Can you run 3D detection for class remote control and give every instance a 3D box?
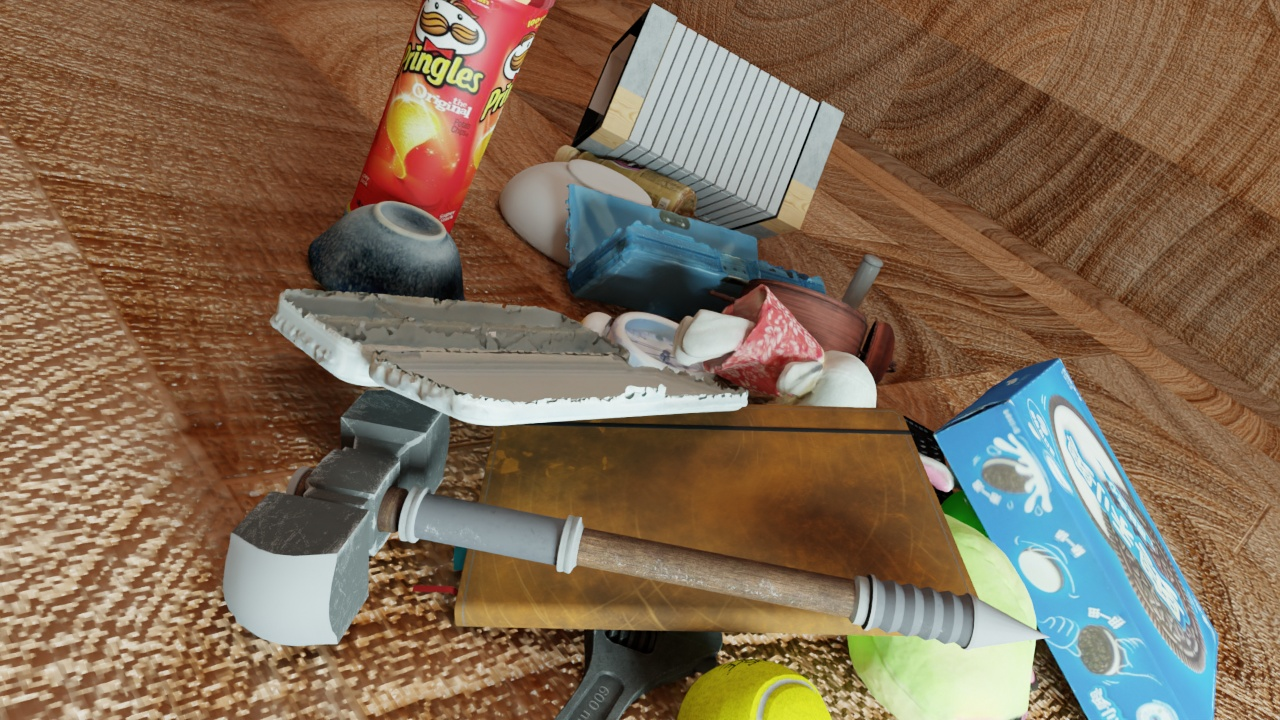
[{"bbox_3d":[0.234,0.094,0.767,0.047,0.022,0.150,29,26,-3],"label":"remote control"}]

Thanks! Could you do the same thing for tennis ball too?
[{"bbox_3d":[0.048,0.159,0.384,0.065,0.065,0.065,24,25,-12],"label":"tennis ball"},{"bbox_3d":[0.246,0.124,0.663,0.065,0.065,0.065,24,25,-12],"label":"tennis ball"}]

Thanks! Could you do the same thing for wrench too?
[{"bbox_3d":[-0.030,0.157,0.365,0.073,0.018,0.272,31,26,11],"label":"wrench"}]

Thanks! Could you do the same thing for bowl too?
[{"bbox_3d":[-0.163,-0.072,0.619,0.110,0.055,0.110,23,25,-12],"label":"bowl"},{"bbox_3d":[-0.041,-0.142,0.871,0.176,0.066,0.176,24,25,-12],"label":"bowl"}]

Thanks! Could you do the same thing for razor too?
[{"bbox_3d":[0.199,-0.048,0.885,0.047,0.116,0.088,27,24,7],"label":"razor"}]

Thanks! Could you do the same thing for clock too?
[{"bbox_3d":[0.135,-0.010,0.741,0.157,0.072,0.121,21,-4,-22],"label":"clock"},{"bbox_3d":[-0.004,0.004,0.651,0.125,0.052,0.088,14,29,-23],"label":"clock"}]

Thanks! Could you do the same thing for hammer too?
[{"bbox_3d":[0.007,0.085,0.391,0.322,0.043,0.155,10,24,4],"label":"hammer"}]

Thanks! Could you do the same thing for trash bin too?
[{"bbox_3d":[0.071,-0.256,1.042,0.247,0.142,0.142,24,-7,-17],"label":"trash bin"}]

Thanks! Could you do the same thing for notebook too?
[{"bbox_3d":[0.027,0.069,0.476,0.249,0.014,0.178,1,32,-1],"label":"notebook"}]

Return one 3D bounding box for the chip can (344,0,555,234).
[{"bbox_3d":[-0.142,-0.185,0.667,0.087,0.214,0.087,24,25,-12],"label":"chip can"}]

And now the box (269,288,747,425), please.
[{"bbox_3d":[-0.066,0.001,0.499,0.191,0.045,0.209,21,13,37],"label":"box"}]

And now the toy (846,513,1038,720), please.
[{"bbox_3d":[0.145,0.123,0.522,0.197,0.107,0.149,30,23,26],"label":"toy"}]

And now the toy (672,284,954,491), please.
[{"bbox_3d":[0.109,0.023,0.619,0.194,0.084,0.159,36,-10,-22],"label":"toy"}]

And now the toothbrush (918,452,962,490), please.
[{"bbox_3d":[0.262,0.101,0.738,0.155,0.016,0.022,26,60,-10],"label":"toothbrush"}]

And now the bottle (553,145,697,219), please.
[{"bbox_3d":[-0.021,-0.189,0.997,0.166,0.060,0.059,28,23,20],"label":"bottle"}]

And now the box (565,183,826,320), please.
[{"bbox_3d":[0.050,-0.099,0.807,0.231,0.094,0.111,9,64,-36],"label":"box"}]

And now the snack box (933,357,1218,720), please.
[{"bbox_3d":[0.302,0.123,0.623,0.195,0.056,0.238,-14,76,-56],"label":"snack box"}]
